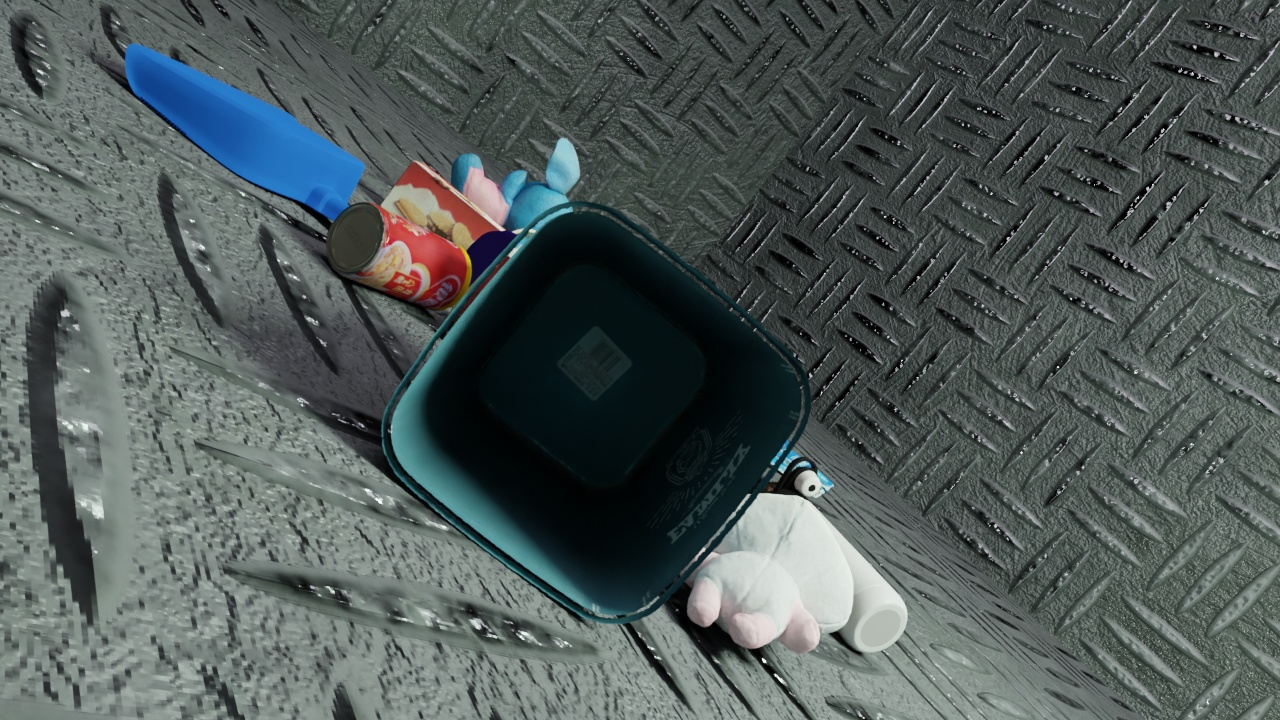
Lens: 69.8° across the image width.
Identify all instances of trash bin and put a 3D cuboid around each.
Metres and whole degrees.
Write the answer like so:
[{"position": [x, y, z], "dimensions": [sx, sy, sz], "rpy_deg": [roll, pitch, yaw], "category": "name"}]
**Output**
[{"position": [-0.030, 0.023, 0.617], "dimensions": [0.199, 0.196, 0.218], "rpy_deg": [39, 2, -6], "category": "trash bin"}]

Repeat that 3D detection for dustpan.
[{"position": [-0.320, -0.185, 0.885], "dimensions": [0.258, 0.059, 0.245], "rpy_deg": [31, 6, 13], "category": "dustpan"}]

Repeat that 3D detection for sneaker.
[{"position": [-0.108, -0.058, 1.045], "dimensions": [0.244, 0.092, 0.111], "rpy_deg": [48, 8, 35], "category": "sneaker"}]

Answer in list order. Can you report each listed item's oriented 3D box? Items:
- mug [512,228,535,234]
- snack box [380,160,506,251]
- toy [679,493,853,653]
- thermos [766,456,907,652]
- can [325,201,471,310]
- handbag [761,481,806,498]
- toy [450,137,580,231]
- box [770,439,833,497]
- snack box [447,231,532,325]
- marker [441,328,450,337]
[{"position": [-0.136, -0.108, 1.217], "dimensions": [0.089, 0.085, 0.112], "rpy_deg": [50, 1, 43], "category": "mug"}, {"position": [-0.189, -0.132, 1.126], "dimensions": [0.273, 0.077, 0.044], "rpy_deg": [40, 11, 0], "category": "snack box"}, {"position": [0.091, 0.164, 0.692], "dimensions": [0.139, 0.102, 0.179], "rpy_deg": [29, 22, 18], "category": "toy"}, {"position": [0.202, 0.197, 0.970], "dimensions": [0.068, 0.101, 0.230], "rpy_deg": [31, 10, -29], "category": "thermos"}, {"position": [-0.211, -0.090, 0.810], "dimensions": [0.066, 0.067, 0.124], "rpy_deg": [43, 9, 27], "category": "can"}, {"position": [0.197, 0.191, 1.207], "dimensions": [0.093, 0.043, 0.195], "rpy_deg": [35, 7, 7], "category": "handbag"}, {"position": [-0.177, -0.212, 1.265], "dimensions": [0.191, 0.225, 0.098], "rpy_deg": [19, 40, -10], "category": "toy"}, {"position": [0.178, 0.124, 1.242], "dimensions": [0.175, 0.060, 0.243], "rpy_deg": [19, 2, 17], "category": "box"}, {"position": [-0.089, -0.036, 0.856], "dimensions": [0.145, 0.143, 0.040], "rpy_deg": [37, 53, -15], "category": "snack box"}, {"position": [-0.130, 0.010, 0.818], "dimensions": [0.123, 0.015, 0.018], "rpy_deg": [37, 4, 4], "category": "marker"}]
